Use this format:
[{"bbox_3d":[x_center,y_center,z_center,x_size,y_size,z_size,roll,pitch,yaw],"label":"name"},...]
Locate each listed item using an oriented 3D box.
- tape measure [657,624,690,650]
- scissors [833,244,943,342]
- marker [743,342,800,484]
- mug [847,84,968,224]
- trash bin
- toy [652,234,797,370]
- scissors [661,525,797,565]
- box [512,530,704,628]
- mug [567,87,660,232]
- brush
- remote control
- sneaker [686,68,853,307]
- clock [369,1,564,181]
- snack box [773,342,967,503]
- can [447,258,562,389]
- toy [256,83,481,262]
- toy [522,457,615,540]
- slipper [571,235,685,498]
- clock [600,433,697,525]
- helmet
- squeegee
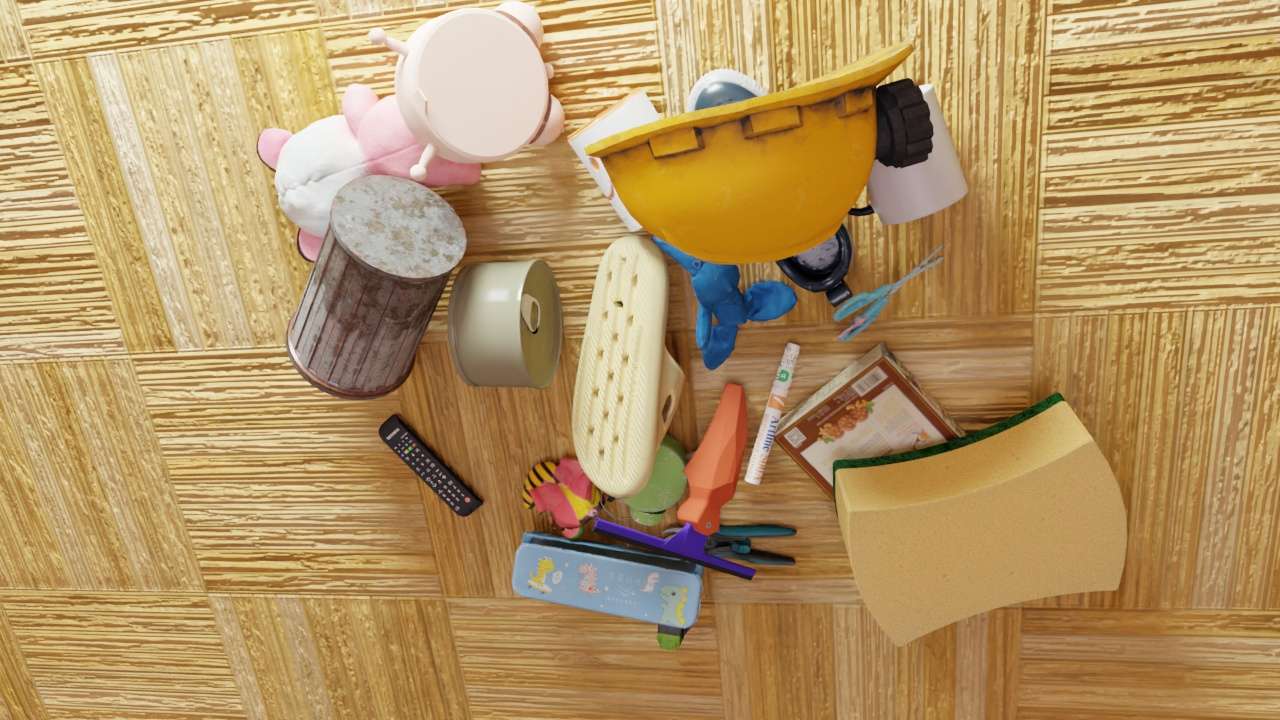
[{"bbox_3d":[0.040,0.294,1.042,0.036,0.058,0.066,6,110,8],"label":"tape measure"},{"bbox_3d":[0.222,-0.063,0.849,0.015,0.119,0.139,52,119,23],"label":"scissors"},{"bbox_3d":[0.133,0.053,0.922,0.017,0.017,0.145,17,91,4],"label":"marker"},{"bbox_3d":[0.217,-0.173,0.806,0.112,0.078,0.097,-23,106,9],"label":"mug"},{"bbox_3d":[-0.261,-0.062,0.892,0.131,0.130,0.212,35,134,-4],"label":"trash bin"},{"bbox_3d":[0.079,-0.071,0.875,0.112,0.071,0.176,-38,126,-3],"label":"toy"},{"bbox_3d":[0.103,0.204,1.016,0.149,0.019,0.131,44,112,-9],"label":"scissors"},{"bbox_3d":[-0.035,0.243,1.014,0.210,0.072,0.079,8,80,8],"label":"box"},{"bbox_3d":[-0.005,-0.184,0.848,0.082,0.082,0.105,-30,104,20],"label":"mug"},{"bbox_3d":[0.324,0.159,0.887,0.250,0.075,0.195,-19,120,11],"label":"brush"},{"bbox_3d":[-0.240,0.122,1.053,0.033,0.015,0.147,-39,100,22],"label":"remote control"},{"bbox_3d":[0.118,-0.154,0.831,0.089,0.087,0.235,-34,101,20],"label":"sneaker"},{"bbox_3d":[-0.142,-0.244,0.817,0.086,0.160,0.131,10,119,49],"label":"clock"},{"bbox_3d":[0.235,0.081,0.927,0.143,0.041,0.147,-41,99,22],"label":"snack box"},{"bbox_3d":[-0.131,-0.035,0.908,0.073,0.127,0.128,0,111,13],"label":"can"},{"bbox_3d":[-0.269,-0.192,0.896,0.213,0.084,0.142,-18,111,16],"label":"toy"},{"bbox_3d":[-0.082,0.148,1.014,0.103,0.046,0.084,20,97,12],"label":"toy"},{"bbox_3d":[-0.005,0.005,0.928,0.111,0.079,0.261,13,102,39],"label":"slipper"},{"bbox_3d":[0.006,0.123,0.982,0.094,0.042,0.119,42,104,-6],"label":"clock"},{"bbox_3d":[0.095,-0.144,0.713,0.255,0.205,0.131,-17,104,-3],"label":"helmet"},{"bbox_3d":[0.073,0.113,0.928,0.055,0.249,0.184,4,73,46],"label":"squeegee"}]
